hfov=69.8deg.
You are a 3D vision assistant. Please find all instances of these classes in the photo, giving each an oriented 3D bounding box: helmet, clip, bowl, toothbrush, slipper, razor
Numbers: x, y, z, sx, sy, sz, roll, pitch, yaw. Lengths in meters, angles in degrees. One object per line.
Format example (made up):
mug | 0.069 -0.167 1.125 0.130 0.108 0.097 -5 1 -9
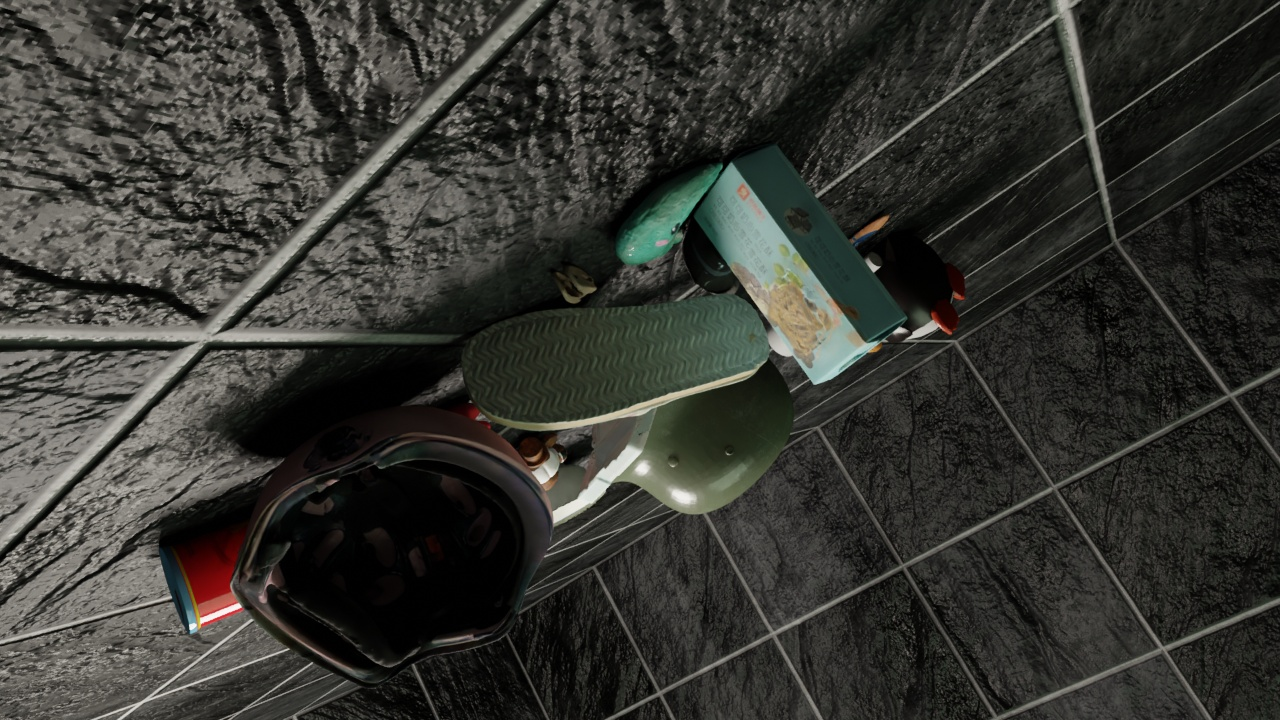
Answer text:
helmet | -0.200 0.137 0.774 0.256 0.152 0.230 -37 121 9
helmet | 0.082 0.087 1.084 0.267 0.154 0.227 -43 175 -3
clip | -0.049 -0.060 0.724 0.049 0.026 0.061 -24 166 -25
bowl | -0.135 0.202 1.363 0.153 0.073 0.153 -27 167 -7
toothbrush | 0.243 -0.131 1.078 0.021 0.017 0.135 -22 162 -43
slipper | -0.019 -0.001 0.772 0.262 0.115 0.052 -10 155 -18
razor | 0.072 -0.090 0.804 0.064 0.053 0.140 -27 168 6

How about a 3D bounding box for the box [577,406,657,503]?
box | -0.025 0.071 1.015 0.044 0.135 0.198 13 152 -15

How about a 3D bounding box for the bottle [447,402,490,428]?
bottle | -0.211 0.083 0.862 0.141 0.042 0.042 -26 166 -14

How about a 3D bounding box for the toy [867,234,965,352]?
toy | 0.307 -0.080 1.212 0.185 0.140 0.158 -31 -158 45

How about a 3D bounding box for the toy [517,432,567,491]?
toy | -0.132 0.128 1.150 0.087 0.067 0.113 -41 153 -17

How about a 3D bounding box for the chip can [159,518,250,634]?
chip can | -0.327 0.175 0.866 0.212 0.087 0.087 -19 162 -34

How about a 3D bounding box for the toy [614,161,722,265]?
toy | 0.018 -0.105 0.691 0.084 0.033 0.105 -33 169 -34

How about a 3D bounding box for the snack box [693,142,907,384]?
snack box | 0.118 -0.074 0.699 0.053 0.174 0.075 -29 168 -32

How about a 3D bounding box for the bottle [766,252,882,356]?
bottle | 0.238 -0.075 1.179 0.052 0.052 0.196 -18 162 -38
